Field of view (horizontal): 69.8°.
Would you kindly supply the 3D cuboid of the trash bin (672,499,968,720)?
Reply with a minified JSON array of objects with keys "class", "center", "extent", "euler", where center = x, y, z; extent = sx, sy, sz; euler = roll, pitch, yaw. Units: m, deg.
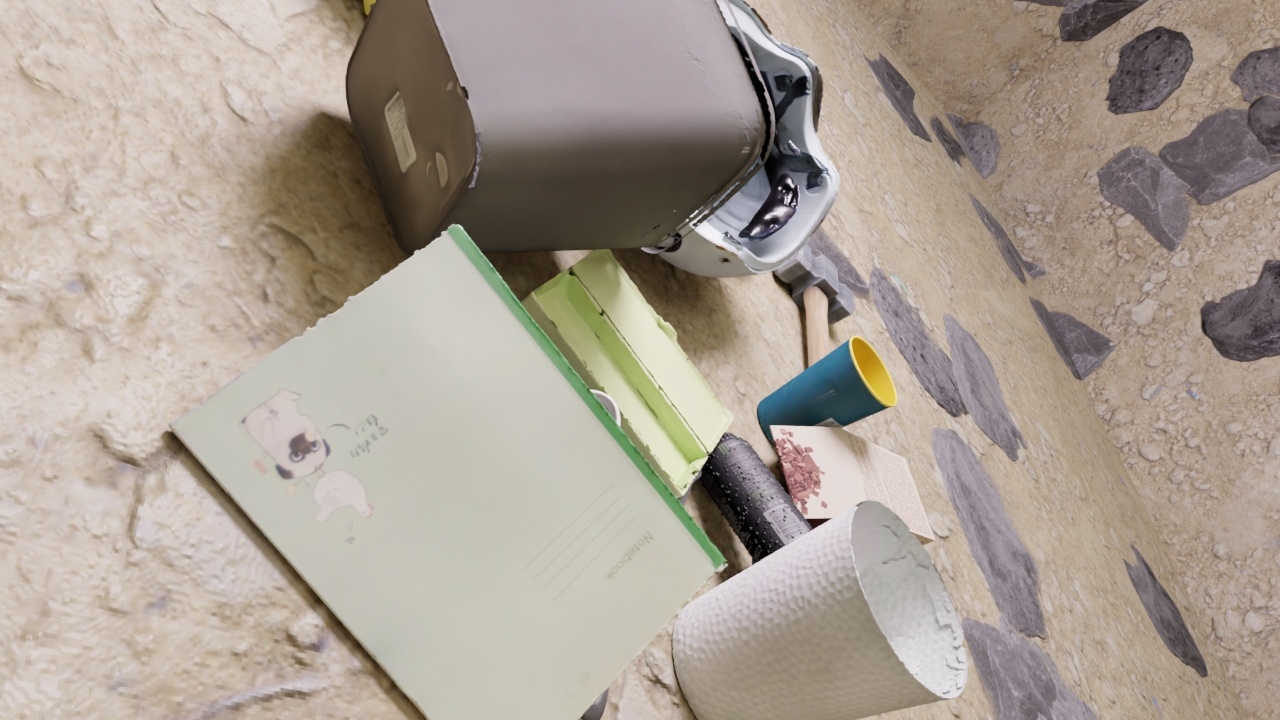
[{"class":"trash bin","center":[0.116,0.188,0.630],"extent":[0.133,0.162,0.133],"euler":[36,36,-32]}]

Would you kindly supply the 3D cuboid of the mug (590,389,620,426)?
[{"class":"mug","center":[-0.073,0.047,0.548],"extent":[0.119,0.085,0.100],"euler":[7,63,-2]}]

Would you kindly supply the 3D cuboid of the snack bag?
[{"class":"snack bag","center":[0.198,0.130,0.900],"extent":[0.206,0.070,0.094],"euler":[24,43,-44]}]

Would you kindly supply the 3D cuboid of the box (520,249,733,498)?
[{"class":"box","center":[-0.004,0.004,0.717],"extent":[0.187,0.024,0.137],"euler":[52,35,-7]}]

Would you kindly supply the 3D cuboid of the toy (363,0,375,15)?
[{"class":"toy","center":[-0.169,-0.269,0.744],"extent":[0.105,0.067,0.137],"euler":[0,51,-19]}]

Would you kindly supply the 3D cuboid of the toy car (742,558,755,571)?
[{"class":"toy car","center":[0.126,0.179,0.785],"extent":[0.112,0.039,0.039],"euler":[-7,88,-58]}]

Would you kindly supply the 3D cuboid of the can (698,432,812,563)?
[{"class":"can","center":[0.094,0.119,0.740],"extent":[0.054,0.054,0.137],"euler":[23,24,-45]}]

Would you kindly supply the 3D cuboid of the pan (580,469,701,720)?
[{"class":"pan","center":[-0.033,0.083,0.649],"extent":[0.216,0.024,0.353],"euler":[37,34,-31]}]

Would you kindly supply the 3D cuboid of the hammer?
[{"class":"hammer","center":[0.210,-0.007,1.078],"extent":[0.117,0.051,0.322],"euler":[40,37,-28]}]

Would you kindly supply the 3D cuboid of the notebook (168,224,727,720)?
[{"class":"notebook","center":[-0.087,0.075,0.491],"extent":[0.181,0.010,0.252],"euler":[-41,98,-24]}]

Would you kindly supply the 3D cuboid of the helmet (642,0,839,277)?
[{"class":"helmet","center":[0.060,-0.210,0.904],"extent":[0.235,0.164,0.264],"euler":[-42,116,-36]}]

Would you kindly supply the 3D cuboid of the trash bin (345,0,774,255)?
[{"class":"trash bin","center":[-0.066,-0.177,0.650],"extent":[0.219,0.198,0.197],"euler":[-15,77,-37]}]

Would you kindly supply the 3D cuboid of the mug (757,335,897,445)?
[{"class":"mug","center":[0.181,0.039,0.911],"extent":[0.078,0.122,0.078],"euler":[36,35,-31]}]
